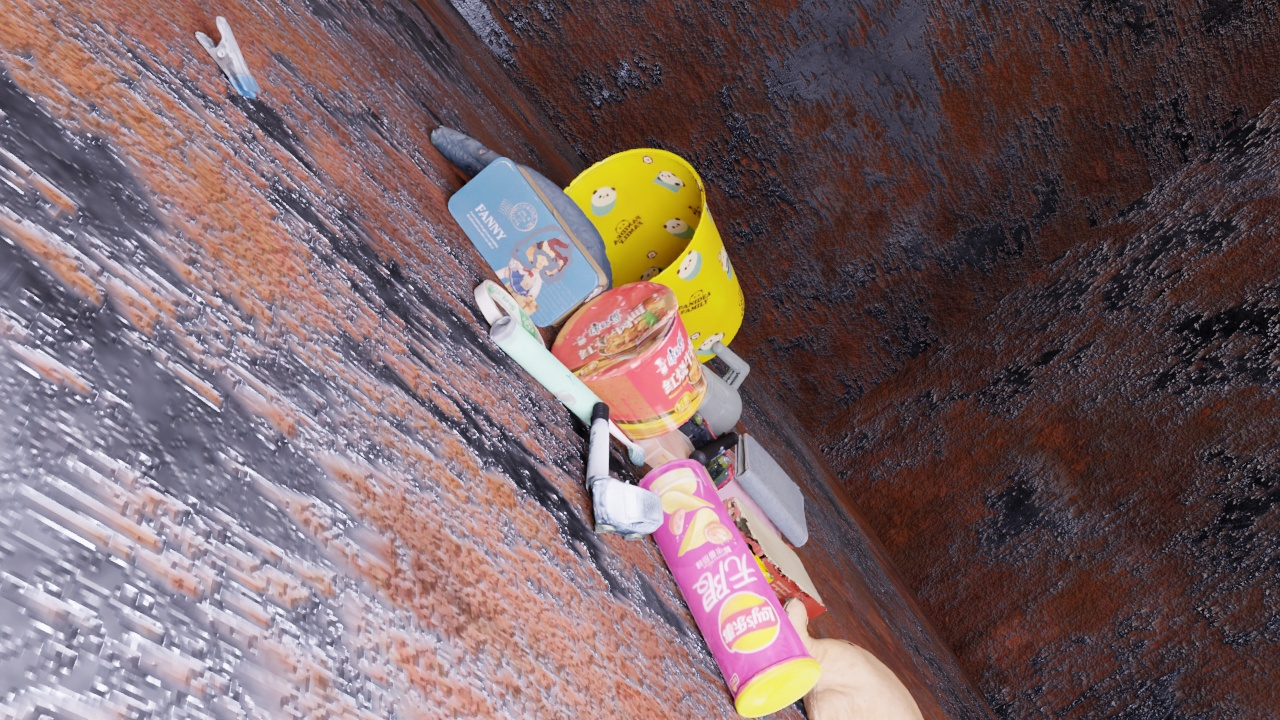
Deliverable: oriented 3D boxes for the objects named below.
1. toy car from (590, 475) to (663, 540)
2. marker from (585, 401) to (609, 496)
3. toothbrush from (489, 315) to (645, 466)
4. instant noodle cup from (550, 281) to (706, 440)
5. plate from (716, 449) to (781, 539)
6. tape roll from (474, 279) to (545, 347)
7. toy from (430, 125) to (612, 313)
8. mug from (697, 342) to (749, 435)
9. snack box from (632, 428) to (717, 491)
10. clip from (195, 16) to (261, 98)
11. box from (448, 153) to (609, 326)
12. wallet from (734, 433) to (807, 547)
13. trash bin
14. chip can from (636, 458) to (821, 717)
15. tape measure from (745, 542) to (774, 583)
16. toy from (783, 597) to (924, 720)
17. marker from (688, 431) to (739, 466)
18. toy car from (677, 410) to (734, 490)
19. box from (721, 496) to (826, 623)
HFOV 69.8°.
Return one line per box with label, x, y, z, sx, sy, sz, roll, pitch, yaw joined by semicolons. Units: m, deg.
toy car;-0.011;0.114;0.707;0.090;0.034;0.043;34;49;-61
marker;-0.036;0.075;0.779;0.018;0.023;0.130;23;25;-12
toothbrush;-0.058;0.034;0.839;0.224;0.027;0.027;46;39;-39
instant noodle cup;-0.005;0.005;0.915;0.108;0.138;0.137;57;5;-35
plate;0.131;0.174;1.218;0.192;0.039;0.192;51;9;-12
tape roll;-0.119;-0.037;0.839;0.086;0.014;0.085;51;9;-12
toy;-0.115;-0.147;1.097;0.356;0.092;0.137;52;37;5
mug;0.101;0.039;1.331;0.084;0.124;0.103;33;-1;35
snack box;0.030;0.099;1.032;0.157;0.026;0.084;40;16;-53
clip;-0.288;-0.212;0.646;0.057;0.029;0.024;59;10;-5
box;-0.119;-0.126;0.954;0.184;0.090;0.059;50;10;1
wallet;0.164;0.164;1.176;0.130;0.037;0.106;48;21;-18
trash bin;0.021;-0.126;1.287;0.229;0.230;0.255;59;5;36
chip can;0.065;0.179;0.754;0.071;0.071;0.210;42;14;-48
tape measure;0.085;0.196;0.835;0.057;0.060;0.029;53;7;38
toy;0.205;0.325;0.866;0.226;0.083;0.143;54;20;17
marker;0.086;0.101;1.066;0.022;0.020;0.131;32;17;17
toy car;0.076;0.110;1.135;0.045;0.053;0.120;35;21;-49
box;0.127;0.208;0.942;0.168;0.077;0.091;45;12;-43
